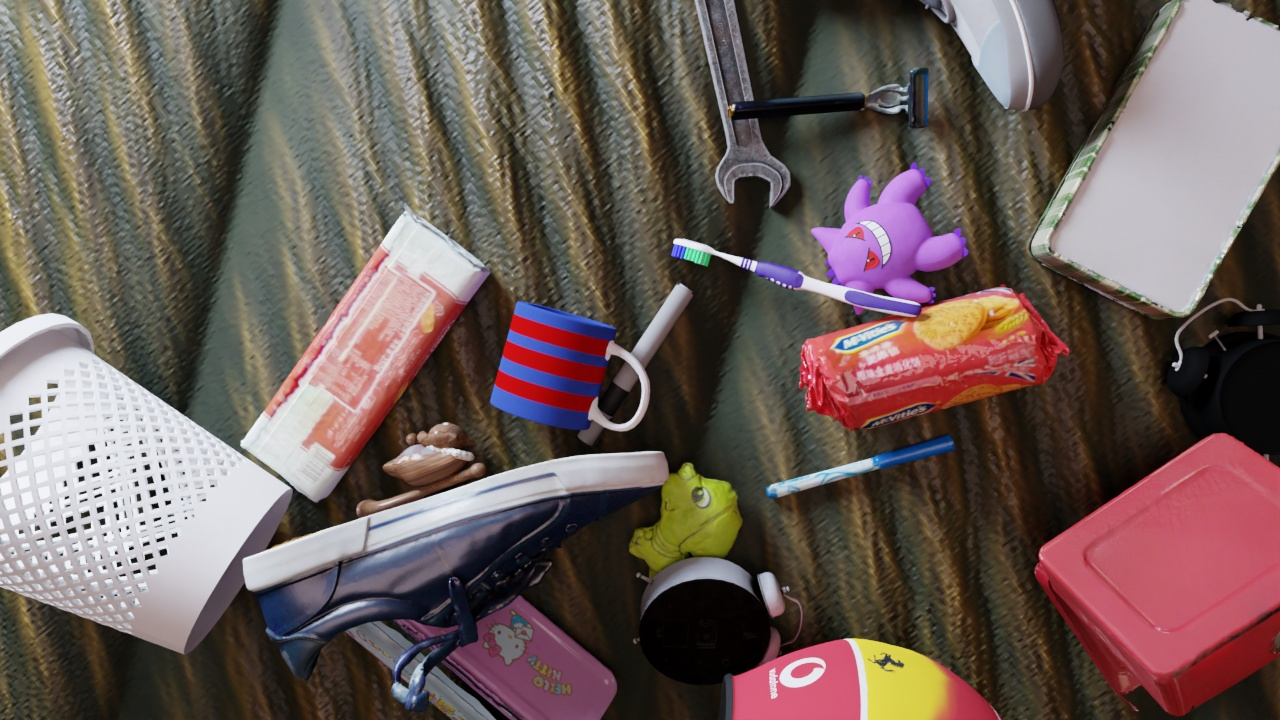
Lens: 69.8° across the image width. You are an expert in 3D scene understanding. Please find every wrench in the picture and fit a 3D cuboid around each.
[{"bbox_3d":[0.059,-0.245,0.675,0.070,0.010,0.273,-12,92,5],"label":"wrench"}]

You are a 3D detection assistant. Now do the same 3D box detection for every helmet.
[{"bbox_3d":[0.149,0.323,0.606,0.225,0.197,0.271,10,102,4],"label":"helmet"}]

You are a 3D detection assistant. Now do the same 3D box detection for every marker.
[{"bbox_3d":[0.163,0.081,0.683,0.142,0.013,0.013,-16,91,5],"label":"marker"},{"bbox_3d":[-0.004,0.004,0.691,0.016,0.016,0.140,34,95,2],"label":"marker"}]

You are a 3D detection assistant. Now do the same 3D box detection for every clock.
[{"bbox_3d":[0.426,0.015,0.642,0.091,0.042,0.120,-36,90,6],"label":"clock"},{"bbox_3d":[0.057,0.190,0.673,0.122,0.035,0.095,2,114,-2],"label":"clock"}]

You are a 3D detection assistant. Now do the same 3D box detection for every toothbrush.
[{"bbox_3d":[0.106,-0.058,0.653,0.187,0.015,0.016,19,98,22],"label":"toothbrush"}]

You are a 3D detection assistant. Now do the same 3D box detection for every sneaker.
[{"bbox_3d":[0.170,-0.267,0.633,0.160,0.093,0.256,-25,92,14],"label":"sneaker"},{"bbox_3d":[-0.108,0.144,0.630,0.294,0.121,0.127,-18,86,-13],"label":"sneaker"}]

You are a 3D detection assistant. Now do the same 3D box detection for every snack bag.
[{"bbox_3d":[-0.208,-0.004,0.696,0.077,0.041,0.225,37,94,1],"label":"snack bag"},{"bbox_3d":[0.198,0.001,0.646,0.176,0.082,0.082,-15,92,6],"label":"snack bag"}]

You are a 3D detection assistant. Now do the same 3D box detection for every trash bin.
[{"bbox_3d":[-0.375,0.101,0.652,0.199,0.195,0.195,30,95,-7],"label":"trash bin"}]

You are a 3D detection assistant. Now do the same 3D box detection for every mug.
[{"bbox_3d":[-0.045,0.008,0.662,0.112,0.075,0.076,16,94,11],"label":"mug"}]

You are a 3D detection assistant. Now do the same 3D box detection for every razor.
[{"bbox_3d":[0.135,-0.186,0.664,0.144,0.022,0.043,-4,107,1],"label":"razor"}]

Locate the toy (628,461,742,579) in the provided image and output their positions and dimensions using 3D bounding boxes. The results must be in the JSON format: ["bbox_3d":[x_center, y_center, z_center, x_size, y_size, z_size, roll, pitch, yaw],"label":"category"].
[{"bbox_3d":[0.035,0.128,0.685,0.093,0.036,0.094,-27,98,8],"label":"toy"}]

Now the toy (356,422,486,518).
[{"bbox_3d":[-0.167,0.082,0.695,0.102,0.041,0.054,-22,77,12],"label":"toy"}]

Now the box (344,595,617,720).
[{"bbox_3d":[-0.132,0.227,0.704,0.214,0.089,0.093,39,136,2],"label":"box"}]

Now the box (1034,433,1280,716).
[{"bbox_3d":[0.366,0.146,0.598,0.157,0.165,0.152,-36,85,5],"label":"box"}]

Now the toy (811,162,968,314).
[{"bbox_3d":[0.173,-0.081,0.652,0.088,0.056,0.106,-27,75,7],"label":"toy"}]

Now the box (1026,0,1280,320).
[{"bbox_3d":[0.370,-0.140,0.637,0.117,0.050,0.205,26,94,6],"label":"box"}]
